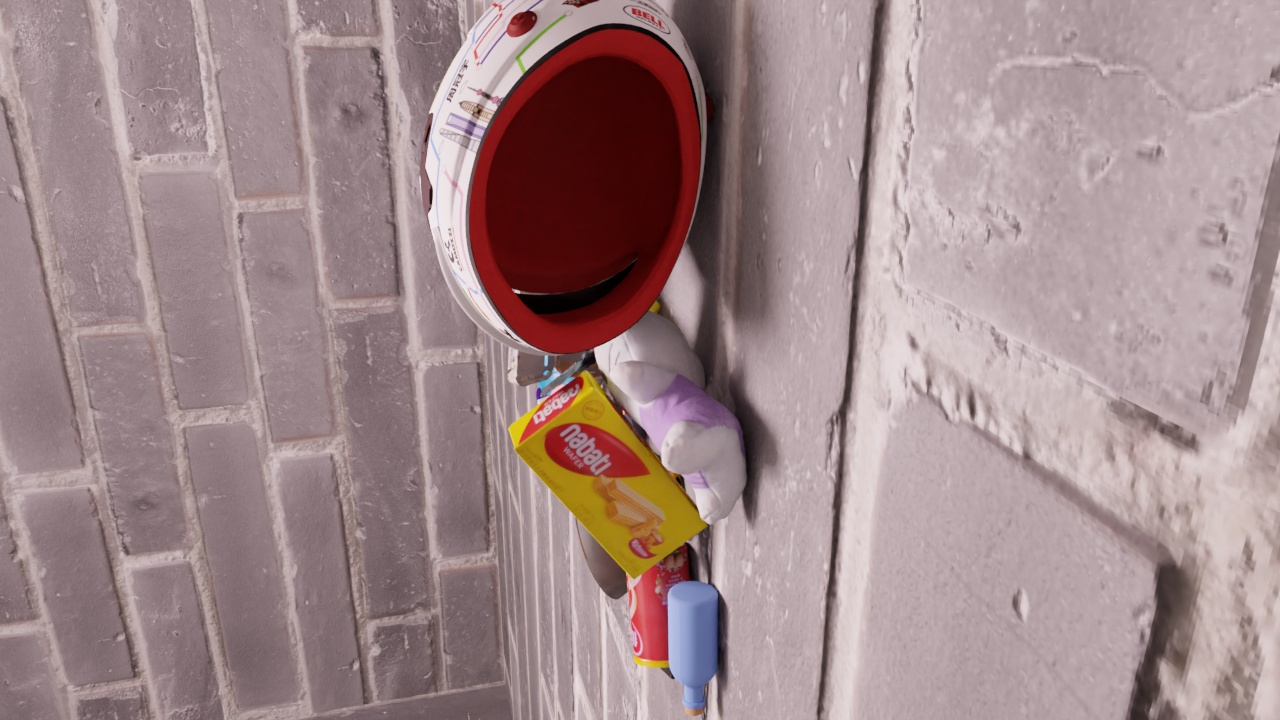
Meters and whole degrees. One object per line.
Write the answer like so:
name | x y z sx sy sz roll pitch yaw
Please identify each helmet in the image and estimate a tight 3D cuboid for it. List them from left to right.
helmet | -0.072 -0.167 0.795 0.236 0.230 0.314 24 96 64

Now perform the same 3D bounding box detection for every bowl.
bowl | -0.023 0.202 1.090 0.150 0.057 0.150 -19 -90 -77

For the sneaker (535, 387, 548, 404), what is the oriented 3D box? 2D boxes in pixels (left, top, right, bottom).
sneaker | -0.095 0.130 1.321 0.244 0.091 0.111 -124 27 -58

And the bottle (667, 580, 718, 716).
bottle | 0.051 0.282 0.887 0.048 0.048 0.131 -137 44 -69

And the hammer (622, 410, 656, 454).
hammer | -0.005 0.072 1.065 0.140 0.035 0.312 135 128 -69

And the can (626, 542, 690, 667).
can | 0.021 0.251 0.955 0.067 0.066 0.124 169 95 -76

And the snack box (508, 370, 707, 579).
snack box | -0.027 0.110 0.857 0.201 0.092 0.042 53 -177 -29

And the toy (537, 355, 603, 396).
toy | -0.082 0.041 1.192 0.224 0.099 0.191 84 171 -57

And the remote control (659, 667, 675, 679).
remote control | 0.019 0.282 1.023 0.045 0.021 0.140 10 114 68

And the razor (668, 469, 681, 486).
razor | 0.031 0.113 0.959 0.044 0.021 0.144 -29 64 47

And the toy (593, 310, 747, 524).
toy | 0.025 0.033 0.804 0.138 0.085 0.209 55 -178 -43

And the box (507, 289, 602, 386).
box | -0.079 -0.084 0.984 0.071 0.156 0.217 15 106 39

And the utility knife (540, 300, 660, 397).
utility knife | -0.037 -0.014 0.890 0.029 0.020 0.233 -60 -10 33
